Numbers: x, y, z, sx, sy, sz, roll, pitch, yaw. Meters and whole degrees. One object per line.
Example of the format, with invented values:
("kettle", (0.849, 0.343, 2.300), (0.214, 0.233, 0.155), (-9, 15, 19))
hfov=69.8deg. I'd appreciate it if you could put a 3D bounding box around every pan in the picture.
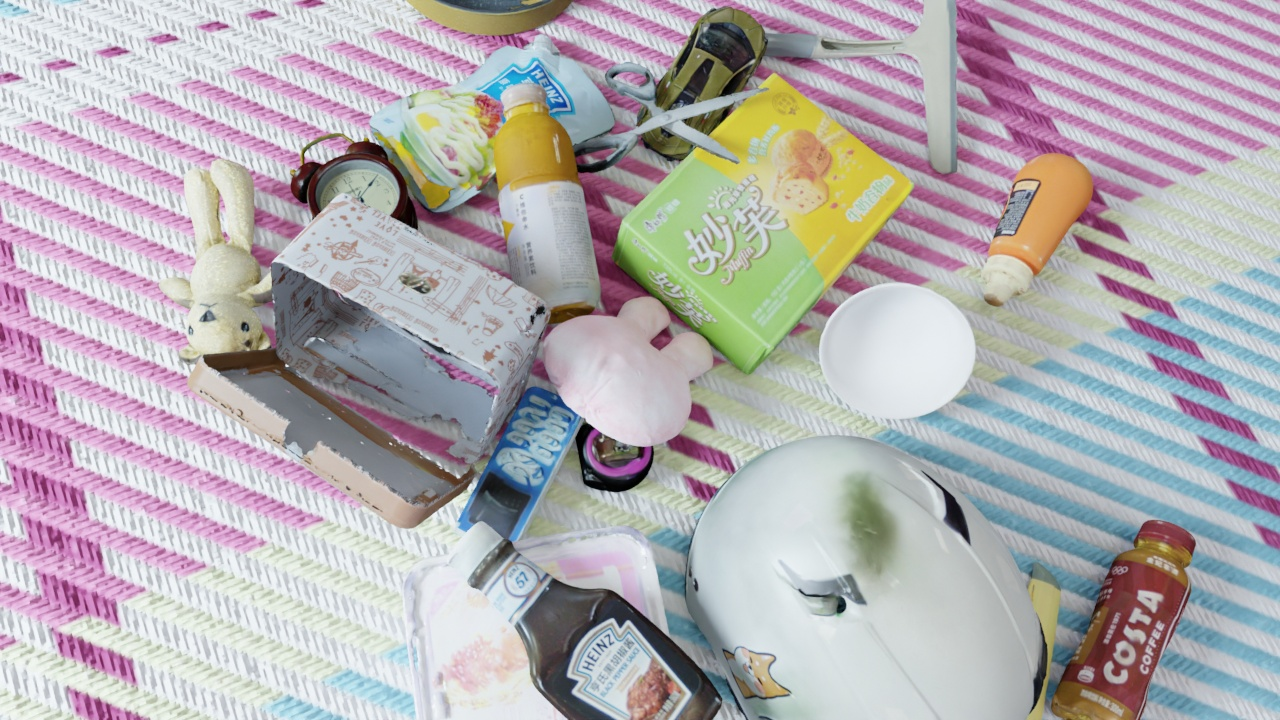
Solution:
("pan", (-0.214, -0.379, 0.805), (0.357, 0.078, 0.197), (-11, 72, -12))

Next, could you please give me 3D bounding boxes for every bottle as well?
("bottle", (-0.078, -0.126, 0.730), (0.068, 0.068, 0.189), (-9, 81, -12))
("bottle", (-0.042, 0.180, 0.591), (0.195, 0.044, 0.079), (40, 69, 7))
("bottle", (0.376, 0.204, 0.703), (0.057, 0.058, 0.174), (35, 69, 4))
("bottle", (0.343, -0.111, 0.810), (0.067, 0.067, 0.149), (32, 76, 3))

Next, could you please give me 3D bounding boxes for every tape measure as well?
("tape measure", (-0.019, 0.070, 0.698), (0.058, 0.039, 0.057), (-6, 71, -11))

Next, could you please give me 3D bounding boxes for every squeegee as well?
("squeegee", (0.169, -0.295, 0.858), (0.246, 0.039, 0.246), (0, 89, -2))

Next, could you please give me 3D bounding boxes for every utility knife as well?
("utility knife", (0.291, 0.257, 0.692), (0.031, 0.022, 0.215), (22, 62, 0))

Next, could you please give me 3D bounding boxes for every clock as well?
("clock", (-0.227, -0.128, 0.727), (0.082, 0.055, 0.122), (-28, 76, -17))

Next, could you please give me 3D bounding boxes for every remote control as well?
("remote control", (-0.088, 0.083, 0.680), (0.049, 0.024, 0.124), (25, 79, 12))

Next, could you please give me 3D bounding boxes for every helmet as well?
("helmet", (0.168, 0.170, 0.630), (0.229, 0.157, 0.274), (-33, 79, -18))

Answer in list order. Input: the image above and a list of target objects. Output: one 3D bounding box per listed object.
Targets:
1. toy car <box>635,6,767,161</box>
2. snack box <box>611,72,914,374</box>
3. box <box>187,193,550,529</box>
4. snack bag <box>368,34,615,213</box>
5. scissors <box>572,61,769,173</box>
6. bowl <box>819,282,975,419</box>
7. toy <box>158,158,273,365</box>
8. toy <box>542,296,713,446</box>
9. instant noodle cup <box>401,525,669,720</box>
("toy car", (0.055, -0.247, 0.810), (0.070, 0.042, 0.158), (30, 81, 2))
("snack box", (0.102, -0.116, 0.767), (0.157, 0.070, 0.209), (41, 70, 6))
("box", (-0.190, 0.018, 0.632), (0.182, 0.152, 0.173), (28, 51, 2))
("snack bag", (-0.123, -0.205, 0.782), (0.190, 0.039, 0.110), (-34, 76, -20))
("scissors", (0.016, -0.196, 0.757), (0.159, 0.014, 0.179), (-41, 54, -6))
("bowl", (0.206, -0.019, 0.744), (0.118, 0.118, 0.064), (25, 30, 0))
("toy", (-0.314, -0.074, 0.689), (0.105, 0.066, 0.157), (-7, 78, -6))
("toy", (-0.004, 0.004, 0.696), (0.121, 0.054, 0.159), (41, 37, 10))
("instant noodle cup", (-0.070, 0.195, 0.636), (0.173, 0.060, 0.138), (-7, 72, -13))
